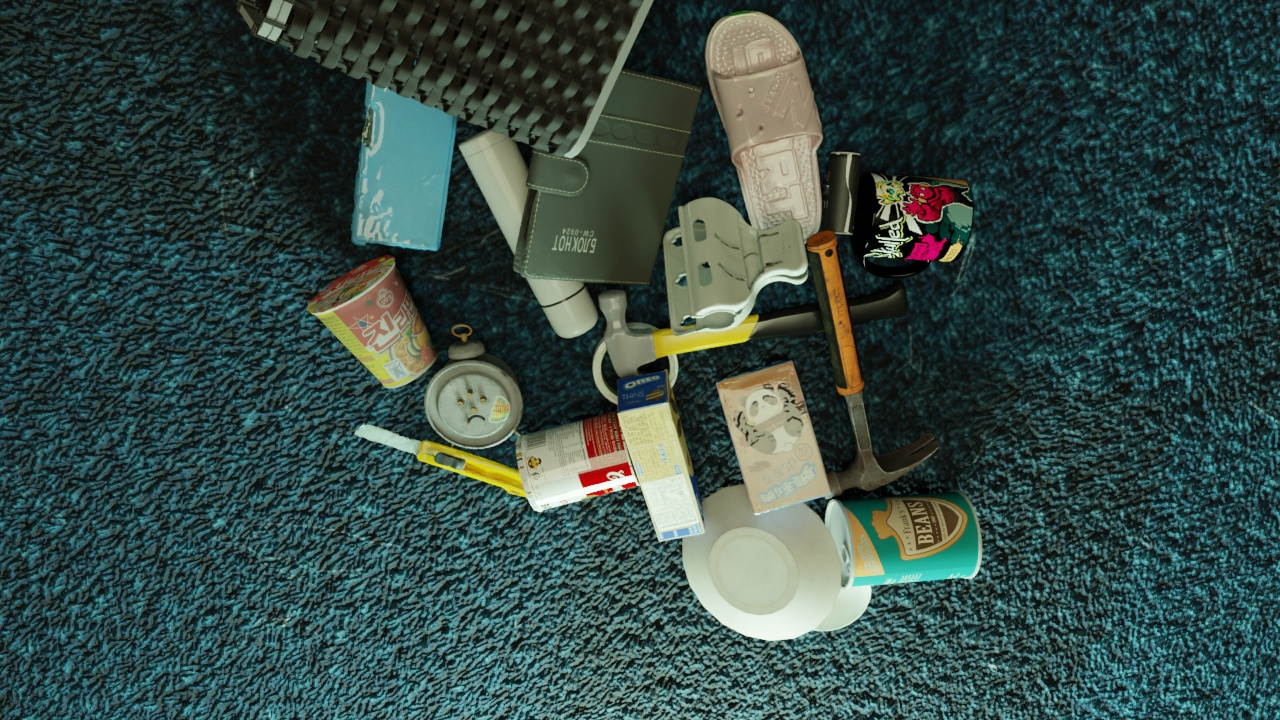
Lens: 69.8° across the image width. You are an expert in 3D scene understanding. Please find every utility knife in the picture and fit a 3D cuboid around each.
[{"bbox_3d":[-0.216,0.113,1.039,0.217,0.019,0.030,20,99,-5],"label":"utility knife"}]

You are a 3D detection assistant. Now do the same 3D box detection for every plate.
[{"bbox_3d":[0.222,0.274,1.101,0.104,0.026,0.104,-1,110,-2],"label":"plate"},{"bbox_3d":[0.131,0.235,1.041,0.189,0.027,0.189,6,104,24],"label":"plate"}]

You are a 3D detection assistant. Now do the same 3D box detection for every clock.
[{"bbox_3d":[-0.180,0.029,0.985,0.104,0.056,0.148,-7,112,1],"label":"clock"}]

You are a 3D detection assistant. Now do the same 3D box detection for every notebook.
[{"bbox_3d":[-0.033,-0.177,0.891,0.169,0.029,0.209,0,111,-36],"label":"notebook"}]

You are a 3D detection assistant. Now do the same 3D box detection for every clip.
[{"bbox_3d":[0.087,-0.100,0.893,0.153,0.099,0.126,-15,67,25],"label":"clip"}]

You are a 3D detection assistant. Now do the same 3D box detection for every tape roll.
[{"bbox_3d":[-0.006,0.006,1.001,0.094,0.018,0.094,-1,110,-2],"label":"tape roll"}]

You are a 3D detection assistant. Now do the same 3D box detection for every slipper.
[{"bbox_3d":[0.130,-0.220,0.898,0.094,0.064,0.239,-15,111,4],"label":"slipper"}]

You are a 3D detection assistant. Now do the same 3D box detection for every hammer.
[{"bbox_3d":[0.123,-0.035,0.971,0.323,0.029,0.127,-9,111,-3],"label":"hammer"},{"bbox_3d":[0.232,0.006,0.972,0.138,0.035,0.315,-17,120,2],"label":"hammer"}]

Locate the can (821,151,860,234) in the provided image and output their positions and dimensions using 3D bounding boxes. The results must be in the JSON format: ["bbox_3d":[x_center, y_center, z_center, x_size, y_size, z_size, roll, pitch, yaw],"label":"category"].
[{"bbox_3d":[0.203,-0.169,0.928,0.031,0.031,0.080,3,99,-3],"label":"can"}]

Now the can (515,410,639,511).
[{"bbox_3d":[-0.067,0.109,1.001,0.116,0.086,0.087,-15,110,3],"label":"can"}]

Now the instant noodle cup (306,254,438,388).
[{"bbox_3d":[-0.265,-0.035,0.944,0.100,0.100,0.112,-27,116,8],"label":"instant noodle cup"}]

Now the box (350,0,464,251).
[{"bbox_3d":[-0.229,-0.226,0.904,0.093,0.054,0.232,3,111,-21],"label":"box"}]

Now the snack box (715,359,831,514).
[{"bbox_3d":[0.144,0.083,0.997,0.087,0.034,0.151,-17,89,8],"label":"snack box"}]

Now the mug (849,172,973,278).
[{"bbox_3d":[0.268,-0.131,0.933,0.098,0.081,0.118,4,137,-3],"label":"mug"}]

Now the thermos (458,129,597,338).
[{"bbox_3d":[-0.109,-0.127,0.931,0.052,0.052,0.224,-23,109,7],"label":"thermos"}]

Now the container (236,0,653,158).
[{"bbox_3d":[-0.144,-0.326,0.721,0.243,0.247,0.246,19,105,-33],"label":"container"}]

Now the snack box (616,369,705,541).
[{"bbox_3d":[0.024,0.106,0.988,0.056,0.057,0.207,-12,129,6],"label":"snack box"}]

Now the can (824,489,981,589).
[{"bbox_3d":[0.292,0.201,1.032,0.144,0.099,0.099,-4,110,-4],"label":"can"}]
